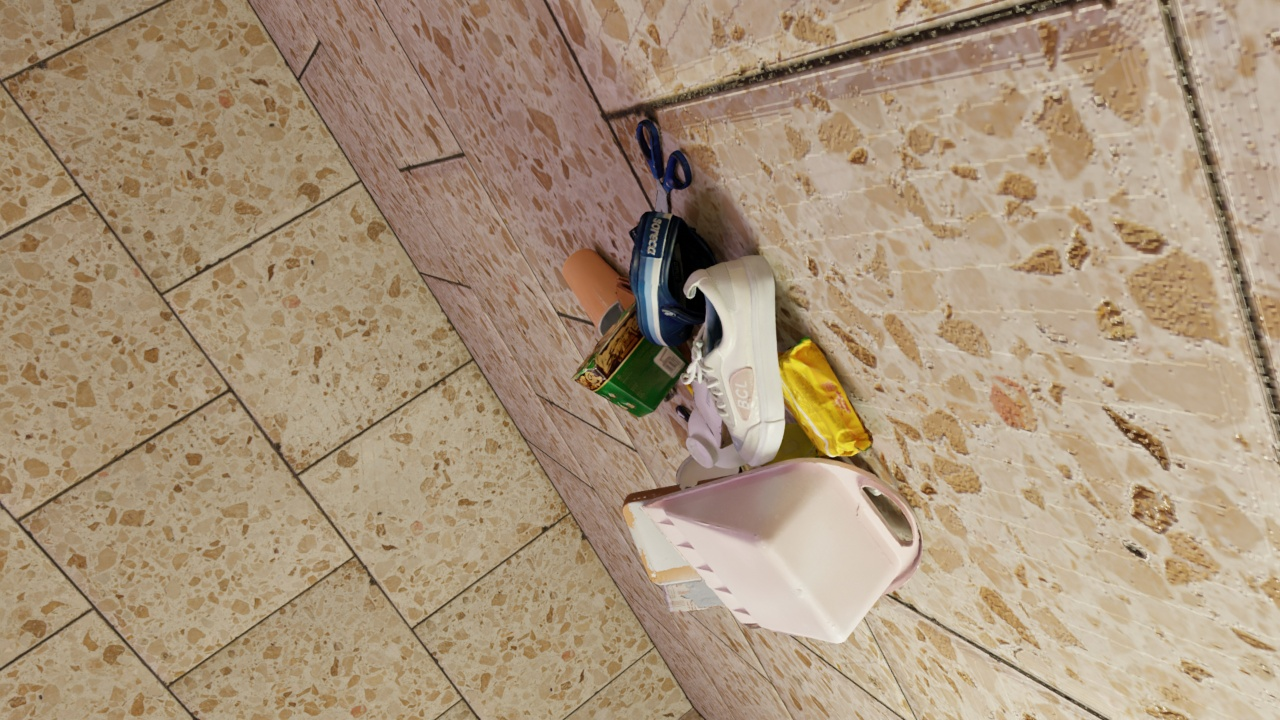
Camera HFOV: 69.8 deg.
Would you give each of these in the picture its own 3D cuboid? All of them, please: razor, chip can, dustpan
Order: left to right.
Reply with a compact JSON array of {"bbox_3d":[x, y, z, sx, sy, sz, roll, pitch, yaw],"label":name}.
[{"bbox_3d":[0.089,0.099,1.355,0.143,0.022,0.043,34,153,53],"label":"razor"},{"bbox_3d":[0.170,0.203,1.032,0.222,0.138,0.274,52,155,-20],"label":"dustpan"},{"bbox_3d":[0.201,0.175,1.093,0.072,0.072,0.221,35,155,52],"label":"chip can"}]

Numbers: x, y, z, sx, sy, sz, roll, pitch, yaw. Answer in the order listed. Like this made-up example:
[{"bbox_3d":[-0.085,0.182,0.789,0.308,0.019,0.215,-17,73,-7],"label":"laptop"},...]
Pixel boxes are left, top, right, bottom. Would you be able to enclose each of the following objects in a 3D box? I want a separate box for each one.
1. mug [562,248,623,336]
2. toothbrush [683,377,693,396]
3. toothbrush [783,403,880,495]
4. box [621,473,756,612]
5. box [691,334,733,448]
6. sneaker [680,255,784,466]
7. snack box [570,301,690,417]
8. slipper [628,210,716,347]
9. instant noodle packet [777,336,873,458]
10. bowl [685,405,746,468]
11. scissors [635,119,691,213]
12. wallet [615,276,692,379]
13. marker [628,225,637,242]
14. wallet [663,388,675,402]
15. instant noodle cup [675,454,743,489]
[{"bbox_3d":[-0.055,-0.099,1.289,0.122,0.078,0.078,52,165,31],"label":"mug"},{"bbox_3d":[0.089,0.056,1.283,0.191,0.018,0.016,51,144,3],"label":"toothbrush"},{"bbox_3d":[0.199,0.080,1.010,0.180,0.016,0.016,46,155,27],"label":"toothbrush"},{"bbox_3d":[0.102,0.214,1.181,0.156,0.180,0.227,-70,-37,-60],"label":"box"},{"bbox_3d":[0.104,0.035,1.096,0.184,0.059,0.089,82,163,-62],"label":"box"},{"bbox_3d":[0.090,0.012,0.936,0.089,0.090,0.242,-112,12,-59],"label":"sneaker"},{"bbox_3d":[-0.007,0.007,1.145,0.105,0.118,0.118,38,165,-5],"label":"snack box"},{"bbox_3d":[0.044,-0.088,0.993,0.095,0.105,0.253,13,165,11],"label":"slipper"},{"bbox_3d":[0.178,0.039,0.935,0.128,0.044,0.111,57,166,2],"label":"instant noodle packet"},{"bbox_3d":[0.100,0.105,1.226,0.118,0.064,0.118,41,153,26],"label":"bowl"},{"bbox_3d":[0.018,-0.195,0.985,0.141,0.012,0.171,57,165,-12],"label":"scissors"},{"bbox_3d":[0.020,-0.043,1.189,0.108,0.031,0.132,31,155,52],"label":"wallet"},{"bbox_3d":[0.022,-0.108,1.137,0.023,0.018,0.131,3,126,54],"label":"marker"},{"bbox_3d":[0.003,-0.004,1.373,0.129,0.037,0.106,51,174,19],"label":"wallet"},{"bbox_3d":[0.110,0.197,1.317,0.118,0.118,0.114,37,155,49],"label":"instant noodle cup"}]
